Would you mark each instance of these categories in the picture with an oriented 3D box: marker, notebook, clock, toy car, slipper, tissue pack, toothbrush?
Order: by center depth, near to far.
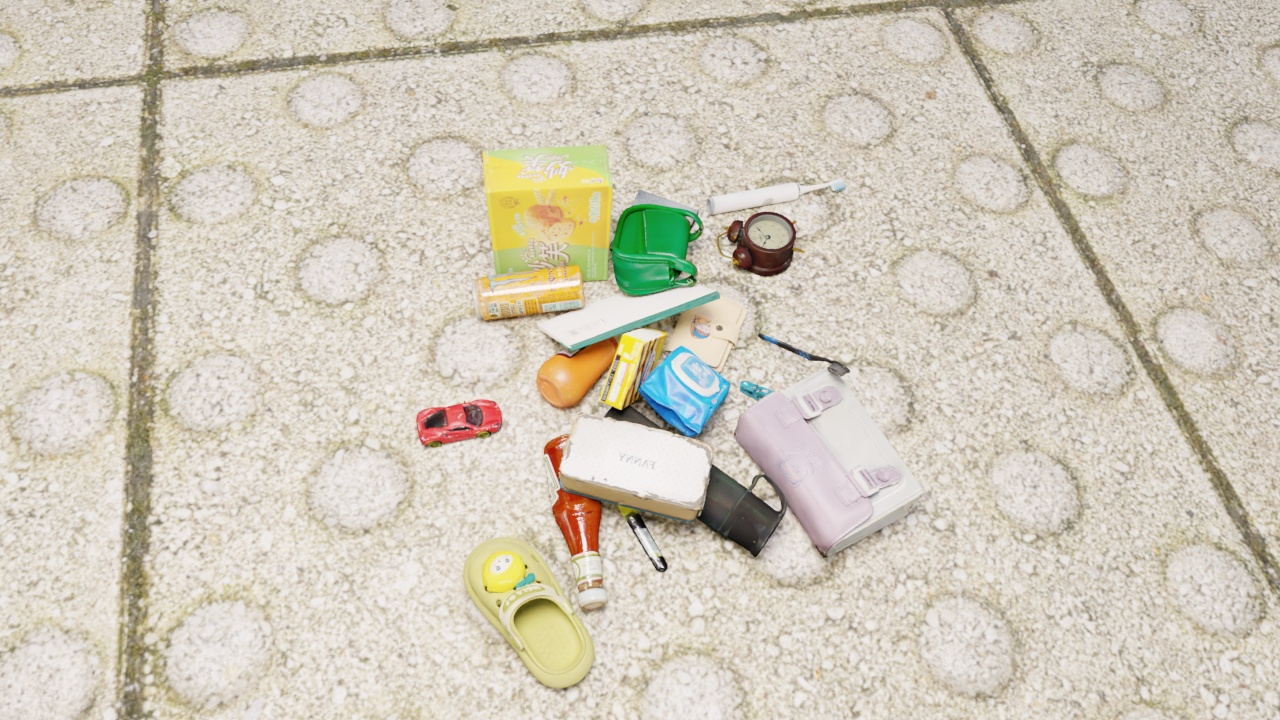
[{"bbox_3d":[-0.120,0.269,1.013,0.091,0.082,0.190,-32,69,-24],"label":"slipper"},{"bbox_3d":[-0.003,0.200,1.102,0.018,0.015,0.124,-26,68,-18],"label":"marker"},{"bbox_3d":[0.057,0.035,1.141,0.095,0.052,0.156,39,23,4],"label":"tissue pack"},{"bbox_3d":[-0.226,0.075,1.148,0.106,0.031,0.049,-9,62,-12],"label":"toy car"},{"bbox_3d":[0.204,-0.009,1.179,0.016,0.014,0.189,-41,30,-12],"label":"toothbrush"},{"bbox_3d":[-0.019,-0.066,1.202,0.209,0.012,0.150,-21,21,-16],"label":"notebook"},{"bbox_3d":[0.168,-0.166,1.308,0.122,0.055,0.082,-5,60,-6],"label":"clock"},{"bbox_3d":[0.206,-0.250,1.378,0.221,0.027,0.026,-12,72,-12],"label":"toothbrush"}]

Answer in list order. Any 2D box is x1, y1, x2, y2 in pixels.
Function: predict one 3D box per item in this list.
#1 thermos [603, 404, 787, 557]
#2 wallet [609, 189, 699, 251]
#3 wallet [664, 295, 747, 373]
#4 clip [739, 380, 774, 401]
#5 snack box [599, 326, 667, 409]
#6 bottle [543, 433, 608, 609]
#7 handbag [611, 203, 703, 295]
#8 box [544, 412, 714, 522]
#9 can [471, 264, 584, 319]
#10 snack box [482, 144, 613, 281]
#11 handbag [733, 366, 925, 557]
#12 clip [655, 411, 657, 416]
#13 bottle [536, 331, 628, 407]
[{"bbox_3d":[0.062,0.133,1.111,0.242,0.068,0.090,33,88,13],"label":"thermos"},{"bbox_3d":[0.020,-0.189,1.333,0.097,0.019,0.120,20,61,10],"label":"wallet"},{"bbox_3d":[0.093,-0.042,1.248,0.087,0.024,0.114,22,59,7],"label":"wallet"},{"bbox_3d":[0.155,0.043,1.203,0.056,0.039,0.013,25,58,17],"label":"clip"},{"bbox_3d":[-0.007,0.007,1.130,0.034,0.140,0.087,21,100,8],"label":"snack box"},{"bbox_3d":[-0.072,0.188,1.078,0.059,0.060,0.205,-7,61,-9],"label":"bottle"},{"bbox_3d":[0.022,-0.149,1.242,0.120,0.068,0.131,4,43,8],"label":"handbag"},{"bbox_3d":[-0.011,0.121,1.050,0.184,0.060,0.089,15,65,8],"label":"box"},{"bbox_3d":[-0.149,-0.091,1.230,0.146,0.058,0.058,-8,60,-4],"label":"can"},{"bbox_3d":[-0.119,-0.185,1.206,0.157,0.210,0.070,-5,60,-7],"label":"snack box"},{"bbox_3d":[0.227,0.123,1.123,0.144,0.099,0.197,-27,65,-13],"label":"handbag"},{"bbox_3d":[0.025,0.043,1.191,0.045,0.027,0.058,-9,60,-1],"label":"clip"},{"bbox_3d":[-0.068,-0.002,1.191,0.067,0.067,0.149,37,56,16],"label":"bottle"}]
